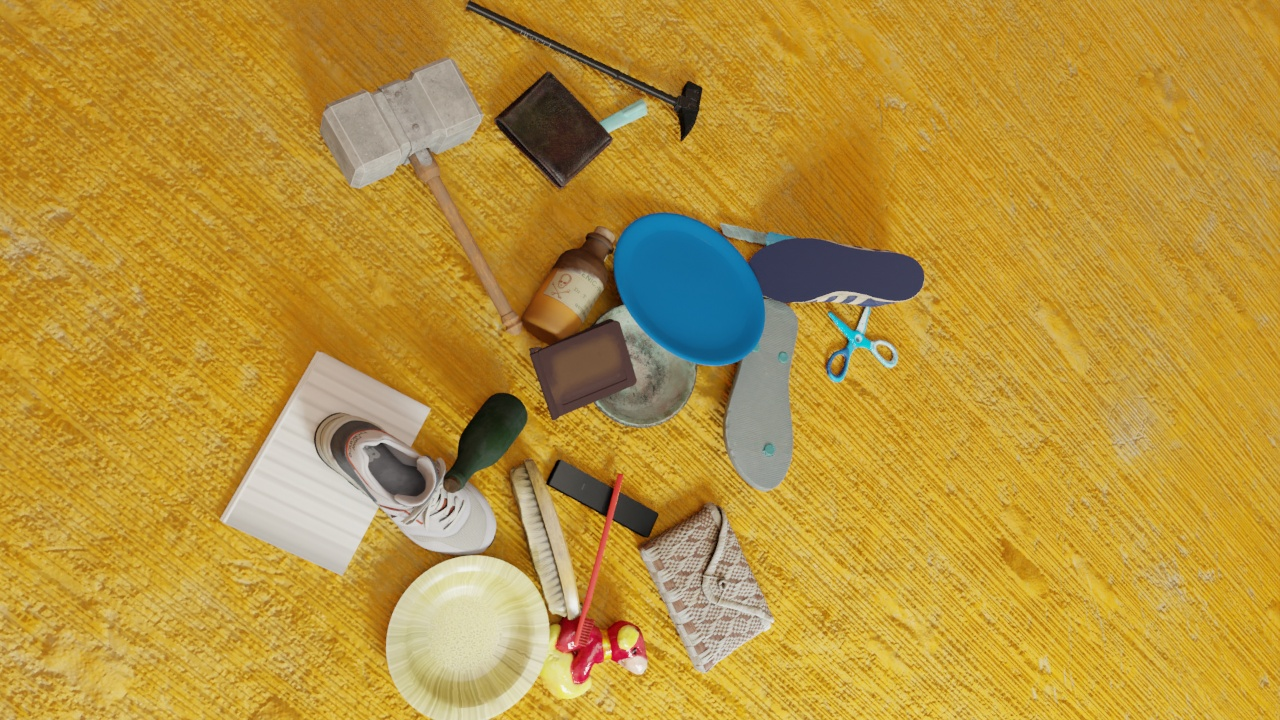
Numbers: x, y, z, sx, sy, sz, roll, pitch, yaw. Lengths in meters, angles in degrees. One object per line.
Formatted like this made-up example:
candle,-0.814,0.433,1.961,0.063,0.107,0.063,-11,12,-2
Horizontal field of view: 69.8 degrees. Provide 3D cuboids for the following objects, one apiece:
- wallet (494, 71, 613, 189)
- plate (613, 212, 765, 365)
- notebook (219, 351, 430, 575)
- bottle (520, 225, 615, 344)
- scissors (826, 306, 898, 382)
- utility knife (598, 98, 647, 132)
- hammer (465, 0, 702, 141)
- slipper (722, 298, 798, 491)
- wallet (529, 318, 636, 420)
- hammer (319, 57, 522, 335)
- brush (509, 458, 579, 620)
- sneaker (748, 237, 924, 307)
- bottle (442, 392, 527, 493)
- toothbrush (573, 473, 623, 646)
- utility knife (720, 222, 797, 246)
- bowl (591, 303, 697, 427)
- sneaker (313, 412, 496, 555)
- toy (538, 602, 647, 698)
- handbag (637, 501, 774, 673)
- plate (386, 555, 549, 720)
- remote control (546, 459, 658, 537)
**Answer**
wallet,-0.108,-0.288,1.151,0.120,0.031,0.099,44,74,-5
plate,0.061,-0.090,1.179,0.224,0.024,0.224,15,57,-24
notebook,-0.348,0.114,1.027,0.142,0.009,0.209,30,74,-18
bottle,-0.080,-0.096,1.127,0.068,0.068,0.156,35,73,-16
scissors,0.309,-0.019,1.310,0.134,0.011,0.139,42,70,-16
utility knife,-0.056,-0.298,1.185,0.165,0.015,0.022,-33,84,-23
hammer,-0.070,-0.381,1.181,0.324,0.015,0.094,20,60,-17
slipper,0.154,0.043,1.226,0.098,0.055,0.268,15,68,-18
wallet,-0.067,0.008,1.093,0.115,0.018,0.091,-24,110,-21
hammer,-0.219,-0.170,1.068,0.162,0.083,0.317,-31,96,-22
brush,-0.113,0.213,1.086,0.043,0.059,0.195,-16,87,-13
sneaker,0.269,-0.121,1.278,0.233,0.118,0.091,2,94,12
bottle,-0.177,0.095,1.018,0.055,0.173,0.055,5,114,11
toothbrush,-0.044,0.237,1.102,0.018,0.012,0.212,13,67,3
utility knife,0.207,-0.163,1.281,0.221,0.015,0.031,10,79,-25
bowl,-0.007,0.007,1.162,0.157,0.039,0.157,2,84,-22
sneaker,-0.243,0.143,0.996,0.239,0.124,0.088,39,71,-20
toy,-0.063,0.343,1.098,0.137,0.067,0.105,-11,86,-11
handbag,0.087,0.287,1.168,0.124,0.047,0.186,-27,95,-22
plate,-0.199,0.316,1.052,0.184,0.036,0.184,2,84,-22
remote control,-0.046,0.172,1.142,0.150,0.013,0.034,31,70,-17
